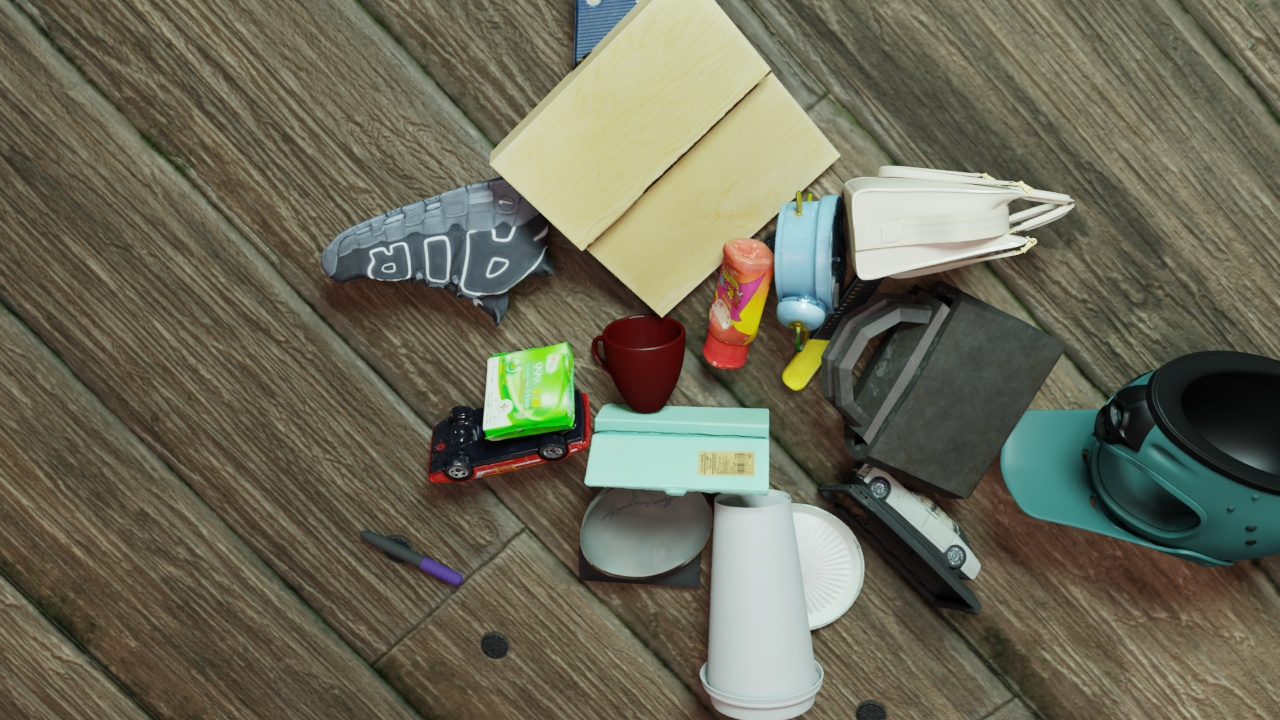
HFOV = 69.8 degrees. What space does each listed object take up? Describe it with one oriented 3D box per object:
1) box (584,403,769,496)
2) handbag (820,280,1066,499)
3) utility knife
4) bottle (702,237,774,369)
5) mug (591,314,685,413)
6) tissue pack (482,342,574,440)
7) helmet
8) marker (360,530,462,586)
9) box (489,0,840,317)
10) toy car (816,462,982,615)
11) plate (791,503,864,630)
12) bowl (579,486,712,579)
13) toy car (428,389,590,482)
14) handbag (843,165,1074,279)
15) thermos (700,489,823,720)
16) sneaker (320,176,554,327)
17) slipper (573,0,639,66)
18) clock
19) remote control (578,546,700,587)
[{"bbox_3d":[0.042,0.086,0.960,0.187,0.138,0.052,1,116,7],"label":"box"},{"bbox_3d":[0.276,0.017,0.927,0.199,0.102,0.197,24,105,-15],"label":"handbag"},{"bbox_3d":[0.207,-0.041,0.966,0.029,0.020,0.173,35,106,-3],"label":"utility knife"},{"bbox_3d":[0.099,-0.055,0.944,0.048,0.071,0.134,-1,124,-18],"label":"bottle"},{"bbox_3d":[-0.006,0.006,0.981,0.114,0.086,0.088,15,122,32],"label":"mug"},{"bbox_3d":[-0.121,0.034,0.986,0.100,0.113,0.034,-11,142,9],"label":"tissue pack"},{"bbox_3d":[0.508,0.097,0.870,0.274,0.201,0.176,10,60,-8],"label":"helmet"},{"bbox_3d":[-0.273,0.236,1.095,0.134,0.015,0.018,26,133,1],"label":"marker"},{"bbox_3d":[0.028,-0.200,0.893,0.247,0.068,0.253,-41,124,15],"label":"box"},{"bbox_3d":[0.290,0.180,0.984,0.191,0.094,0.071,43,74,-2],"label":"toy car"},{"bbox_3d":[0.172,0.233,1.038,0.157,0.014,0.157,2,103,7],"label":"plate"},{"bbox_3d":[0.002,0.168,1.010,0.150,0.056,0.151,-5,124,-8],"label":"bowl"},{"bbox_3d":[-0.145,0.084,1.011,0.189,0.081,0.056,-15,141,12],"label":"toy car"},{"bbox_3d":[0.292,-0.133,0.842,0.198,0.194,0.101,-5,103,11],"label":"handbag"},{"bbox_3d":[0.126,0.256,0.983,0.131,0.131,0.222,-3,96,8],"label":"thermos"},{"bbox_3d":[-0.200,-0.098,0.969,0.253,0.097,0.151,-17,103,5],"label":"sneaker"},{"bbox_3d":[-0.009,-0.310,0.907,0.118,0.060,0.295,-1,115,8],"label":"slipper"},{"bbox_3d":[0.170,-0.088,0.911,0.060,0.118,0.162,3,97,18],"label":"clock"},{"bbox_3d":[-0.001,0.238,1.058,0.140,0.021,0.045,2,104,5],"label":"remote control"}]
